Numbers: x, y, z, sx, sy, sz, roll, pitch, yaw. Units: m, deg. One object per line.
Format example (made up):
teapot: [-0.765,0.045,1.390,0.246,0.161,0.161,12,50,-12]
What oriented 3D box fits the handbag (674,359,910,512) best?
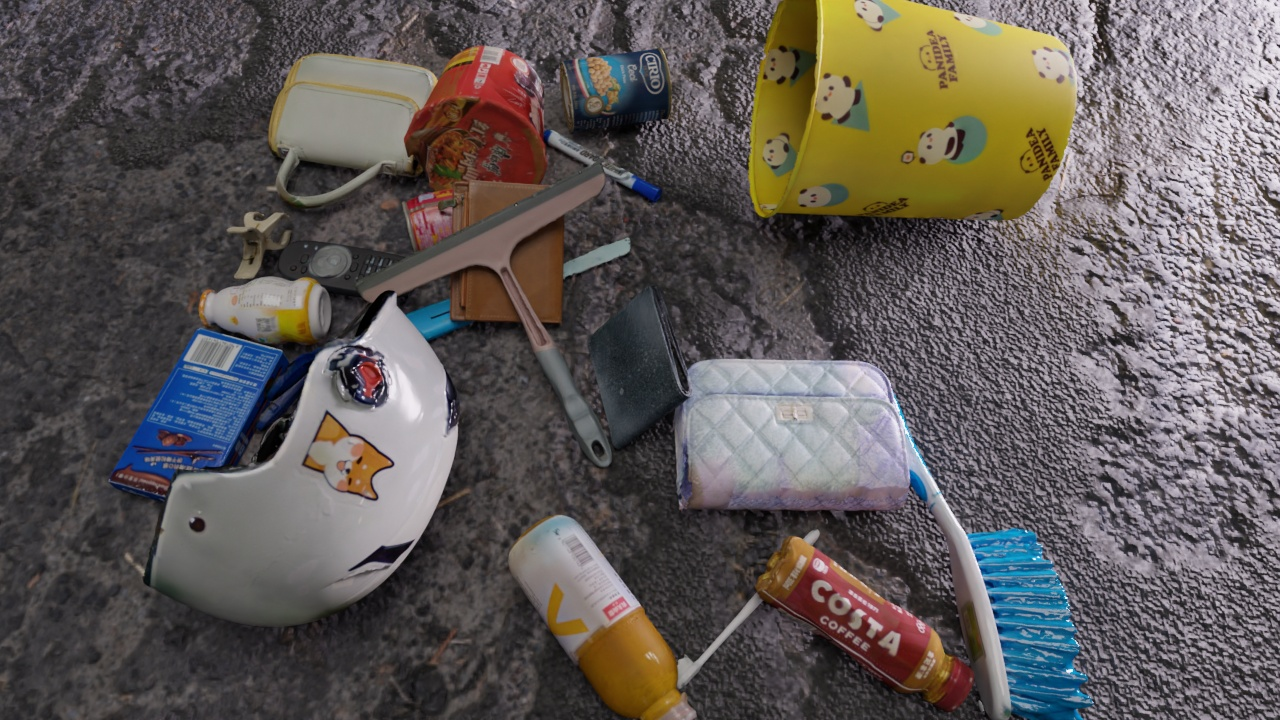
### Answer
handbag: [0.126,0.066,0.798,0.194,0.076,0.134,-1,61,-3]

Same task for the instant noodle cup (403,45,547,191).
instant noodle cup: [-0.155,-0.240,0.925,0.138,0.138,0.108,5,52,-1]

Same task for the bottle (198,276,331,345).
bottle: [-0.343,-0.046,0.839,0.108,0.063,0.063,2,61,-1]

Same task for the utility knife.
utility knife: [-0.113,-0.074,0.896,0.237,0.018,0.034,-24,64,-17]

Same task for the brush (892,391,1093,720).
brush: [0.279,0.148,0.777,0.109,0.061,0.313,-2,58,-1]

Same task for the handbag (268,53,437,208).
handbag: [-0.302,-0.232,0.950,0.163,0.063,0.178,10,64,6]

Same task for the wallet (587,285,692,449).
wallet: [-0.005,0.005,0.821,0.019,0.097,0.120,14,49,-42]

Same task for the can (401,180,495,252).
can: [-0.180,-0.135,0.897,0.093,0.067,0.066,-14,62,-12]

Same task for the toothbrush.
toothbrush: [0.088,0.200,0.755,0.016,0.016,0.179,39,66,24]

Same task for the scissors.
scissors: [-0.283,-0.003,0.806,0.012,0.164,0.162,39,92,-6]

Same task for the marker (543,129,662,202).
marker: [-0.042,-0.208,0.975,0.146,0.017,0.016,31,63,13]

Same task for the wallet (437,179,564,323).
wallet: [-0.130,-0.101,0.858,0.119,0.035,0.130,2,93,-11]

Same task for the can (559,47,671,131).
can: [-0.029,-0.291,0.989,0.111,0.075,0.075,-10,62,-9]

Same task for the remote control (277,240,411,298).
remote control: [-0.281,-0.085,0.887,0.136,0.024,0.053,10,62,4]

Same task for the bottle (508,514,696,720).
bottle: [-0.029,0.208,0.713,0.068,0.068,0.189,-33,68,-20]

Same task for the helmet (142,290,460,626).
helmet: [-0.231,0.090,0.699,0.157,0.231,0.273,45,55,-10]

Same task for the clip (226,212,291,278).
clip: [-0.365,-0.117,0.872,0.034,0.071,0.100,3,27,-1]

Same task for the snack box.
snack box: [-0.383,0.051,0.803,0.084,0.026,0.156,14,61,5]

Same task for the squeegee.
squeegee: [-0.089,-0.014,0.829,0.247,0.040,0.249,-27,85,-7]

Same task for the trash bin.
trash bin: [0.258,-0.243,0.905,0.255,0.230,0.229,5,60,-7]

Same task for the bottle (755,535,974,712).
bottle: [0.177,0.210,0.723,0.175,0.058,0.057,34,64,5]
